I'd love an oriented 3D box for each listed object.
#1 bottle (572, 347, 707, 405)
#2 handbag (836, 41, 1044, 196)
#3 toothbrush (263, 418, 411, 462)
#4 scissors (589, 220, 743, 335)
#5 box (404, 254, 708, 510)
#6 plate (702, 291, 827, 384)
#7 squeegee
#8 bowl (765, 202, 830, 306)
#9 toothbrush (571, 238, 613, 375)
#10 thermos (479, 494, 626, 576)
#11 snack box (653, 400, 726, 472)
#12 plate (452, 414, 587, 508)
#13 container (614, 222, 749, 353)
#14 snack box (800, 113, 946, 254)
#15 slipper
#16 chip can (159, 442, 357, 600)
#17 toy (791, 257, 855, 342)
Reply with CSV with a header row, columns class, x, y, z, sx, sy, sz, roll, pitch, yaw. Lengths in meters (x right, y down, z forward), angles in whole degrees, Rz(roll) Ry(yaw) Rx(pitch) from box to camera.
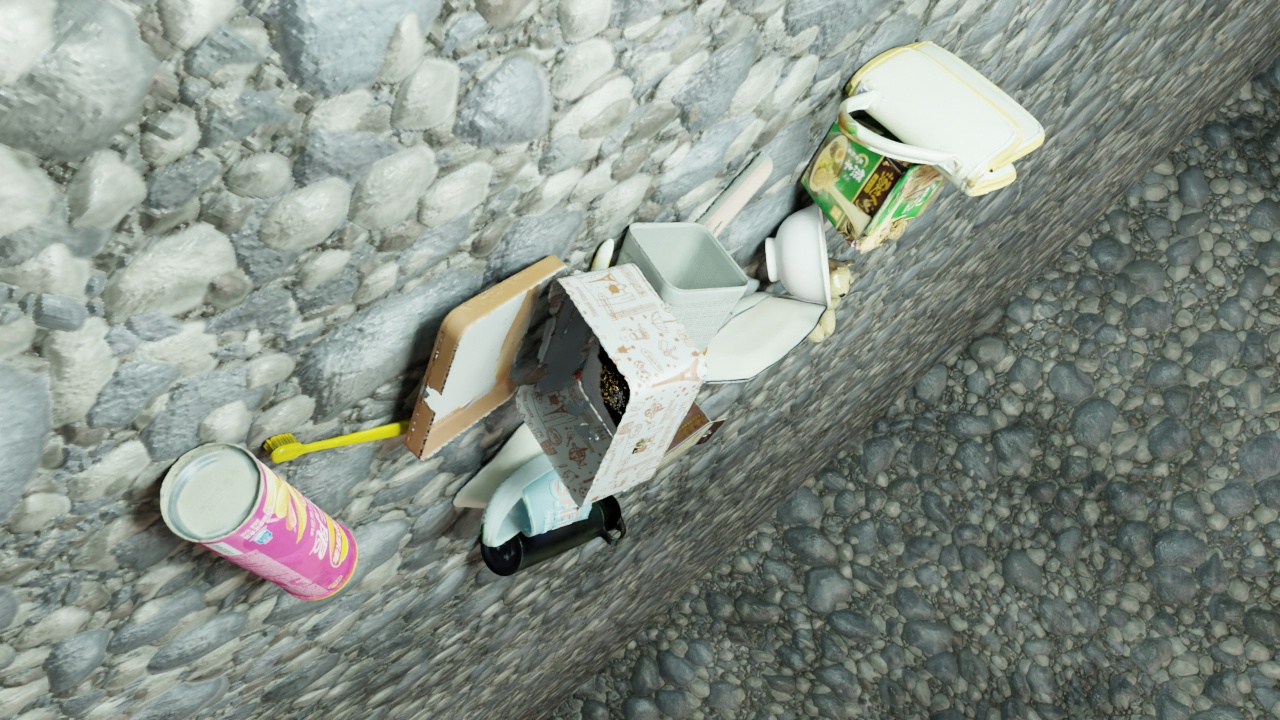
class,x,y,z,sx,sy,sz,roll,pitch,yaw
bottle,-0.006,0.006,0.979,0.174,0.057,0.058,-26,155,-37
handbag,0.267,-0.222,0.848,0.178,0.163,0.063,-26,154,-36
toothbrush,-0.221,0.057,0.746,0.016,0.016,0.189,-52,160,25
scissors,0.020,-0.063,0.896,0.175,0.014,0.160,-13,140,-26
box,-0.083,0.025,0.750,0.192,0.156,0.184,-19,149,-34
plate,0.144,-0.034,1.190,0.162,0.034,0.265,-46,157,25
squeegee,0.092,-0.090,0.989,0.248,0.040,0.249,-47,161,15
bowl,0.175,-0.116,1.028,0.065,0.118,0.118,-6,166,14
toothbrush,-0.051,-0.043,0.848,0.016,0.018,0.192,-29,157,-36
thermos,-0.104,0.232,1.235,0.242,0.090,0.068,-6,124,-58
snack box,0.046,0.113,1.296,0.125,0.053,0.113,-34,169,-23
plate,-0.121,0.121,1.047,0.164,0.034,0.164,-46,159,14
container,0.022,-0.052,0.826,0.090,0.090,0.115,-6,139,-35
snack box,0.239,-0.193,0.945,0.118,0.105,0.118,-24,152,-43
slipper,-0.070,0.135,1.006,0.244,0.074,0.104,-32,159,-28
chip can,-0.282,0.129,0.701,0.071,0.071,0.211,-36,160,-15
toy,0.257,-0.083,1.275,0.105,0.066,0.157,-19,148,-10
